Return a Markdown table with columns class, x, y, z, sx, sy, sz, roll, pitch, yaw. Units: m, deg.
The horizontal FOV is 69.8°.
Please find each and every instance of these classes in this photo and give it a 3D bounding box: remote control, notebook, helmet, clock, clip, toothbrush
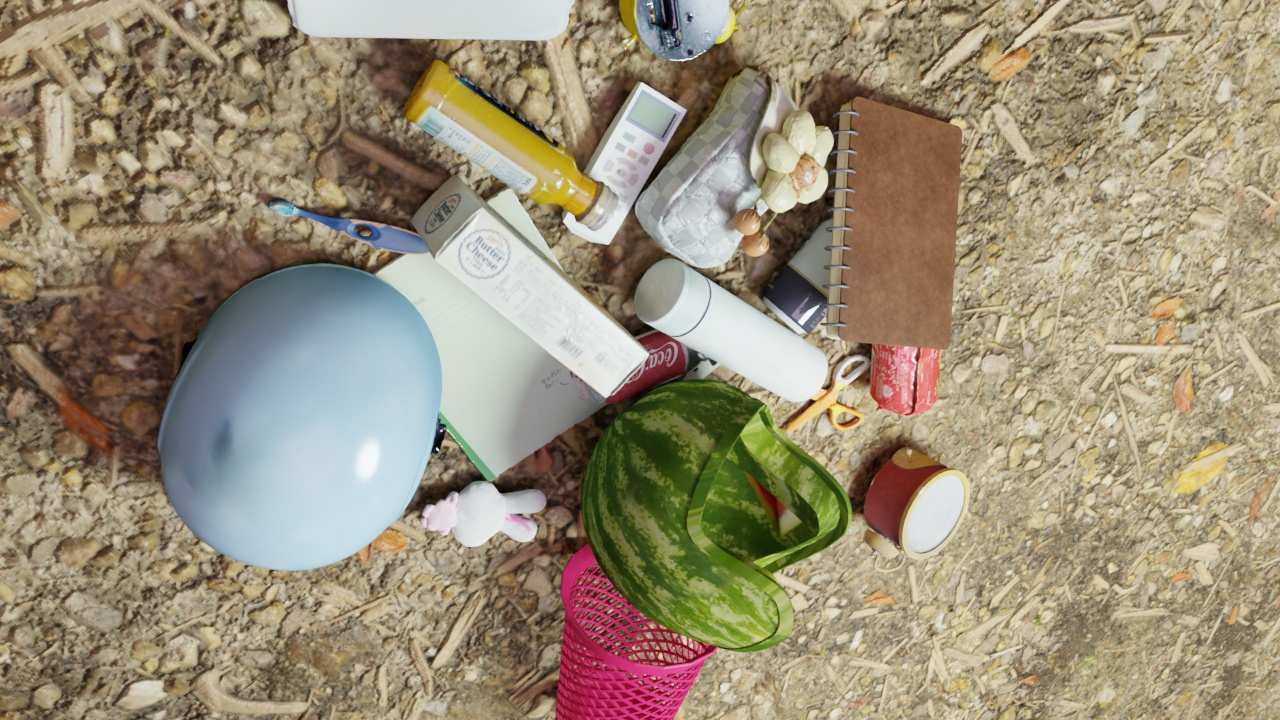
| class | x | y | z | sx | sy | sz | roll | pitch | yaw |
| --- | --- | --- | --- | --- | --- | --- | --- | --- | --- |
| remote control | -0.019 | -0.173 | 0.817 | 0.049 | 0.024 | 0.143 | 24 | 107 | -27 |
| notebook | -0.134 | -0.015 | 0.866 | 0.182 | 0.010 | 0.252 | -33 | 124 | -2 |
| helmet | 0.056 | 0.144 | 0.901 | 0.244 | 0.212 | 0.247 | -28 | 100 | 43 |
| clock | 0.038 | -0.296 | 0.754 | 0.118 | 0.057 | 0.083 | -18 | 122 | -12 |
| clock | 0.323 | 0.185 | 1.119 | 0.117 | 0.081 | 0.159 | 9 | 104 | -38 |
| clip | 0.053 | 0.006 | 0.950 | 0.101 | 0.038 | 0.054 | -38 | 148 | 0 |
| notebook | 0.244 | -0.127 | 0.886 | 0.167 | 0.024 | 0.225 | 3 | 90 | -33 |
| helmet | -0.273 | 0.057 | 0.758 | 0.225 | 0.167 | 0.266 | 20 | 101 | -21 |
| toothbrush | -0.238 | -0.110 | 0.760 | 0.135 | 0.017 | 0.021 | 14 | 108 | -22 |

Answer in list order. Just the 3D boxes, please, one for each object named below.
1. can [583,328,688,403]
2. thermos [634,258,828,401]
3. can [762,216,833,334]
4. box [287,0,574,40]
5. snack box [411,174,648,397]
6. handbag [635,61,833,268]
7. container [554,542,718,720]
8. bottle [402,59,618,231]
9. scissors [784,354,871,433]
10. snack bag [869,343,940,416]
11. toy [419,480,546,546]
| class | x | y | z | sx | sy | sz | roll | pitch | yaw |
| --- | --- | --- | --- | --- | --- | --- | --- | --- | --- |
| can | -0.005 | 0.005 | 0.892 | 0.096 | 0.054 | 0.054 | -22 | 124 | -27 |
| thermos | 0.094 | -0.025 | 0.906 | 0.230 | 0.068 | 0.068 | 26 | 105 | -38 |
| can | 0.184 | -0.090 | 0.922 | 0.064 | 0.064 | 0.127 | 35 | 100 | -33 |
| box | -0.161 | -0.305 | 0.685 | 0.216 | 0.109 | 0.108 | -4 | 161 | -18 |
| snack box | -0.093 | -0.062 | 0.788 | 0.057 | 0.104 | 0.208 | -47 | 124 | 3 |
| handbag | 0.088 | -0.154 | 0.814 | 0.171 | 0.123 | 0.112 | -49 | 139 | 9 |
| container | -0.016 | 0.339 | 1.022 | 0.183 | 0.183 | 0.226 | -1 | 125 | -22 |
| bottle | -0.101 | -0.171 | 0.755 | 0.186 | 0.053 | 0.053 | 31 | 102 | -25 |
| scissors | 0.216 | 0.038 | 1.039 | 0.125 | 0.011 | 0.129 | 21 | 106 | -32 |
| snack bag | 0.289 | -0.020 | 0.996 | 0.082 | 0.082 | 0.177 | -15 | 122 | -14 |
| toy | -0.162 | 0.156 | 0.932 | 0.125 | 0.037 | 0.076 | 3 | 121 | -22 |
